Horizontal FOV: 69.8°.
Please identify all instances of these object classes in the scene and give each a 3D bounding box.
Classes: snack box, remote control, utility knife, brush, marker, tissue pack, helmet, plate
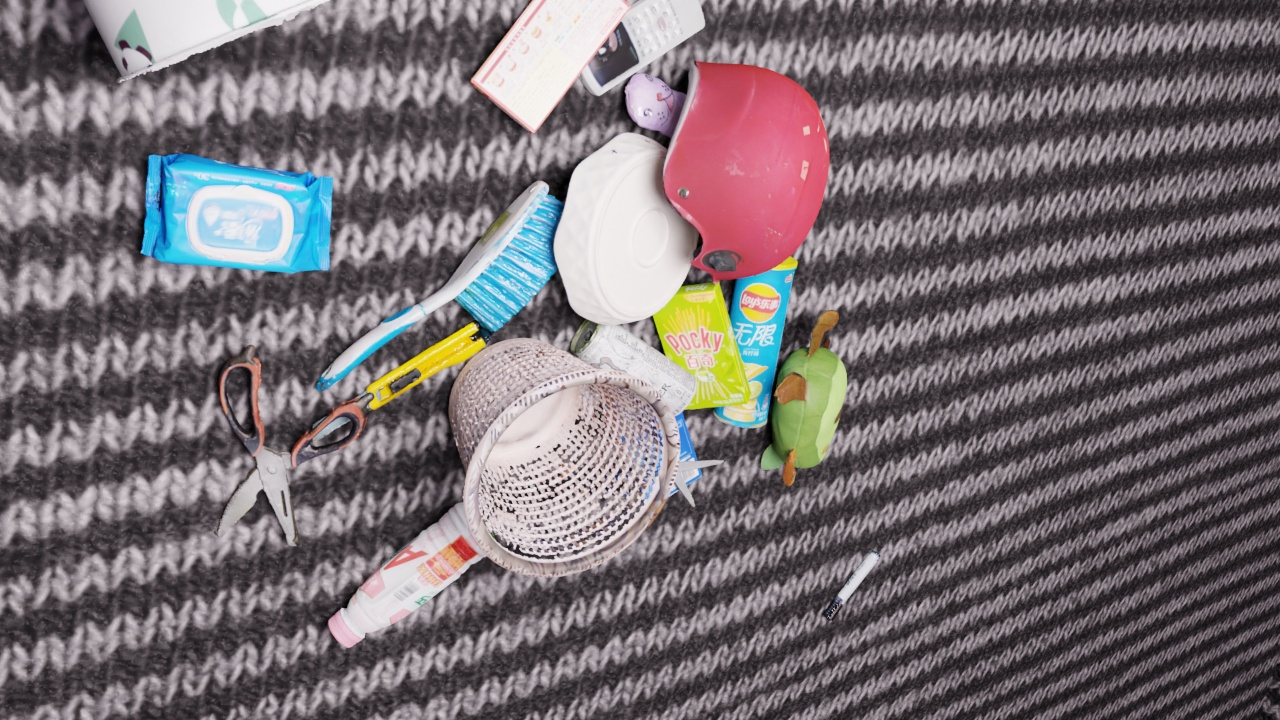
[{"bbox_3d":[0.071,-0.015,1.080,0.026,0.086,0.156,-59,137,-52],"label":"snack box"},{"bbox_3d":[-0.002,-0.332,0.940,0.150,0.021,0.058,-37,124,-11],"label":"remote control"},{"bbox_3d":[-0.247,0.022,0.959,0.219,0.015,0.033,-33,122,-13],"label":"utility knife"},{"bbox_3d":[-0.188,-0.061,0.939,0.314,0.060,0.109,-49,120,1],"label":"brush"},{"bbox_3d":[-0.087,-0.305,0.886,0.077,0.027,0.156,38,90,-17],"label":"snack box"},{"bbox_3d":[0.331,0.352,1.433,0.018,0.022,0.131,37,91,-29],"label":"marker"},{"bbox_3d":[-0.351,-0.126,0.812,0.157,0.052,0.095,3,110,-31],"label":"tissue pack"},{"bbox_3d":[0.125,-0.188,0.953,0.240,0.144,0.206,65,33,-50],"label":"helmet"},{"bbox_3d":[-0.004,-0.133,0.967,0.204,0.046,0.205,-26,125,-43],"label":"plate"},{"bbox_3d":[0.019,0.101,1.140,0.084,0.026,0.157,-28,122,-17],"label":"snack box"}]

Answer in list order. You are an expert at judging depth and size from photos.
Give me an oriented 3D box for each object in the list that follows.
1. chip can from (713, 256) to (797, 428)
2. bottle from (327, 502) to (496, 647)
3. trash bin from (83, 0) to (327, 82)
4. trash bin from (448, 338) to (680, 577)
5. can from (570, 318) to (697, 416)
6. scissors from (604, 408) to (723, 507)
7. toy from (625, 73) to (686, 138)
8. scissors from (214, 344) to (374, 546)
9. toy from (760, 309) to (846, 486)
[{"bbox_3d":[0.138,-0.026,1.125,0.071,0.071,0.210,-4,113,-29],"label":"chip can"},{"bbox_3d":[-0.256,0.242,1.024,0.197,0.068,0.068,-38,125,-5],"label":"bottle"},{"bbox_3d":[-0.322,-0.355,0.635,0.229,0.230,0.252,-30,117,-15],"label":"trash bin"},{"bbox_3d":[-0.101,0.077,0.954,0.227,0.192,0.228,-13,119,-24],"label":"trash bin"},{"bbox_3d":[-0.006,0.006,1.048,0.146,0.058,0.058,34,92,-23],"label":"can"},{"bbox_3d":[0.029,0.128,1.132,0.175,0.012,0.162,-17,119,-22],"label":"scissors"},{"bbox_3d":[0.026,-0.261,0.971,0.108,0.039,0.083,21,67,-36],"label":"toy"},{"bbox_3d":[-0.362,0.088,0.910,0.226,0.015,0.189,-39,115,4],"label":"scissors"},{"bbox_3d":[0.211,0.056,1.162,0.247,0.090,0.226,82,30,-54],"label":"toy"}]
